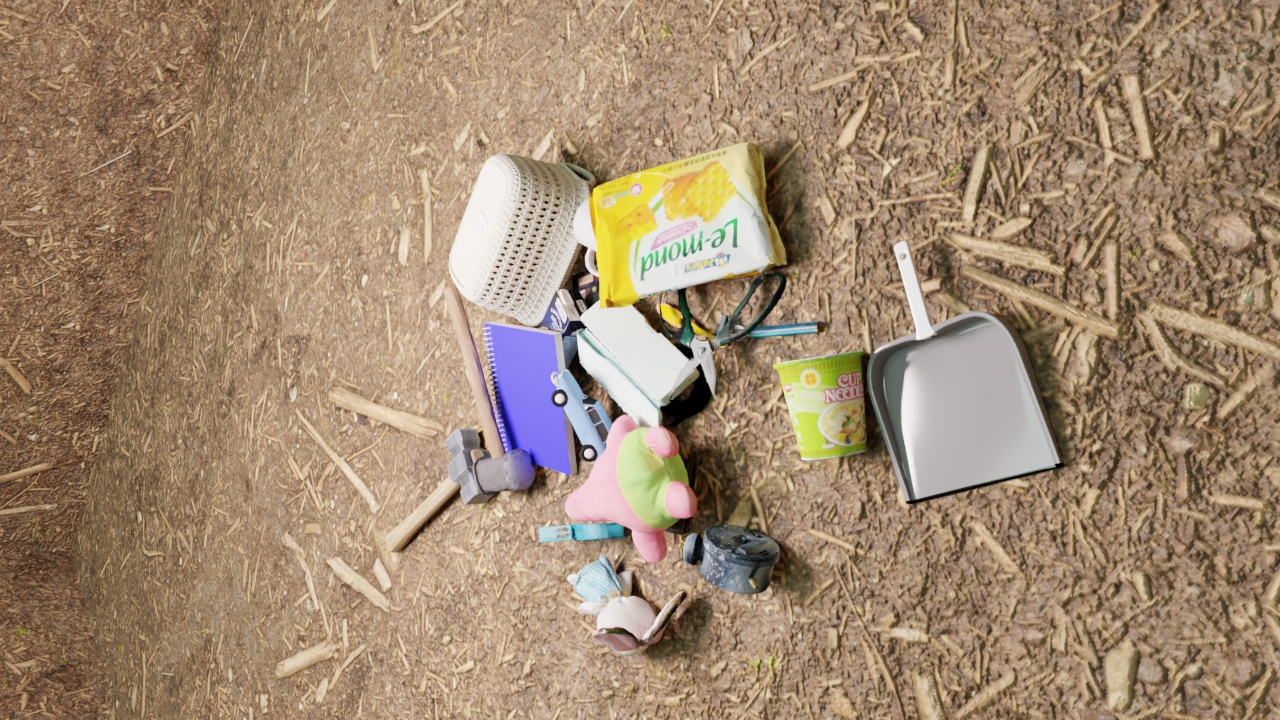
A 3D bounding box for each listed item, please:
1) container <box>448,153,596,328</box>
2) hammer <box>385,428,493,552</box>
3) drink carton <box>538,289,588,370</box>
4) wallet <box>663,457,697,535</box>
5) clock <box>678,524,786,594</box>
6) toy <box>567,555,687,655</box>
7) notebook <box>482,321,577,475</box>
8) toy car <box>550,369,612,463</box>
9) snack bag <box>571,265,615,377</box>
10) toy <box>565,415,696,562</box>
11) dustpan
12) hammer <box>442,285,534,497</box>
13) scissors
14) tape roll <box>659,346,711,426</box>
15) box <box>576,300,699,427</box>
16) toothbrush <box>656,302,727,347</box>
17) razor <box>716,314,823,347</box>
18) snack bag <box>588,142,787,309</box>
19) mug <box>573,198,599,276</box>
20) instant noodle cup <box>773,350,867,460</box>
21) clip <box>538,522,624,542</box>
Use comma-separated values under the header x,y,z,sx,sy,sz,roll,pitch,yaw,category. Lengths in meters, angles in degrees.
x,y,z,sx,sy,sz,roll,pitch,yaw,category
-0.176,-0.181,1.346,0.184,0.142,0.246,48,119,51,container
-0.350,0.241,1.551,0.324,0.051,0.117,-43,58,37,hammer
-0.114,-0.036,1.319,0.064,0.040,0.130,63,141,31,drink carton
0.019,0.168,1.198,0.120,0.031,0.099,7,90,40,wallet
0.103,0.223,1.064,0.129,0.090,0.052,24,108,40,clock
-0.036,0.330,1.196,0.206,0.130,0.106,18,120,57,toy
-0.165,0.052,1.353,0.172,0.022,0.209,11,112,44,notebook
-0.073,0.079,1.246,0.055,0.056,0.153,-27,95,7,toy car
-0.068,-0.057,1.311,0.075,0.018,0.155,-13,78,46,snack bag
-0.014,0.162,1.154,0.237,0.096,0.192,-29,67,45,toy
0.302,0.001,0.924,0.164,0.033,0.257,-25,69,41,dustpan
-0.241,0.046,1.381,0.098,0.052,0.328,-14,92,47,hammer
0.096,-0.051,1.119,0.204,0.015,0.201,-33,48,21,scissors
0.053,0.028,1.184,0.092,0.016,0.093,-41,59,35,tape roll
-0.010,0.005,1.212,0.197,0.075,0.126,46,136,38,box
0.062,-0.046,1.182,0.135,0.016,0.021,33,114,42,toothbrush
0.152,-0.036,1.089,0.144,0.022,0.042,-1,66,40,razor
0.051,-0.160,1.126,0.248,0.068,0.159,-11,80,22,snack bag
-0.041,-0.164,1.256,0.089,0.073,0.105,32,109,42,mug
0.200,0.049,0.986,0.099,0.098,0.108,-13,85,44,instant noodle cup
-0.087,0.235,1.254,0.127,0.113,0.028,-9,82,31,clip
